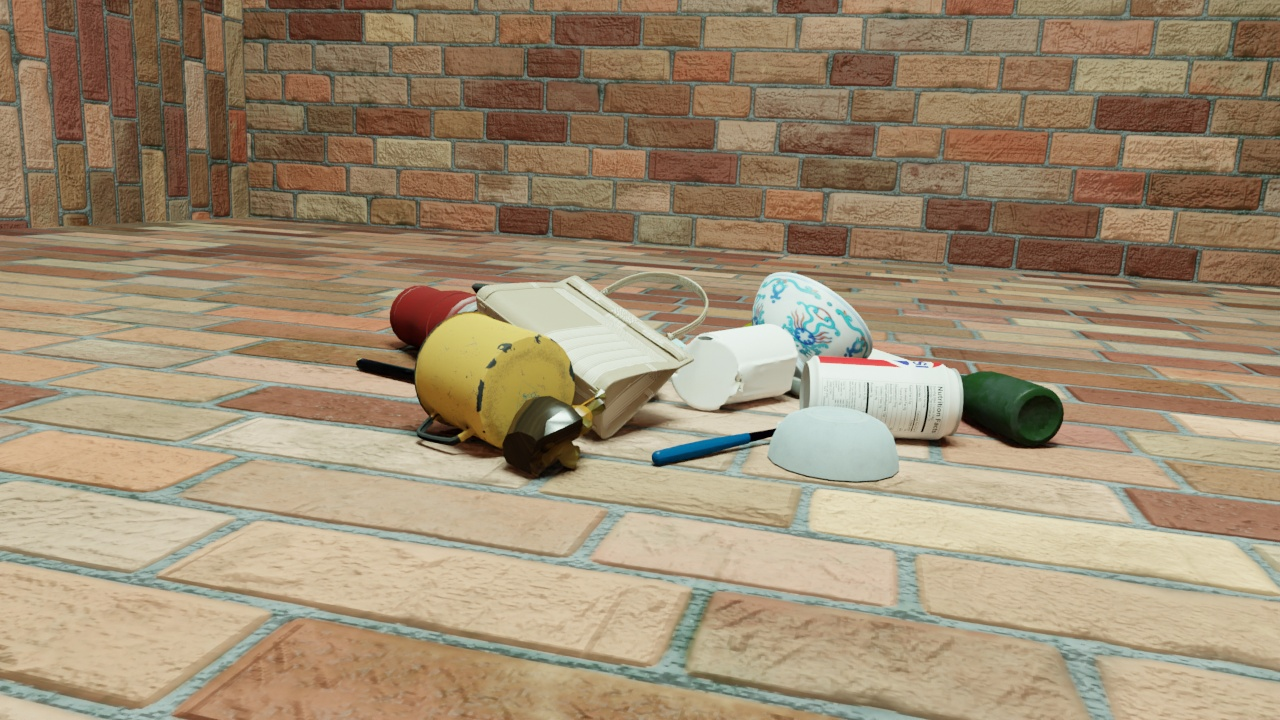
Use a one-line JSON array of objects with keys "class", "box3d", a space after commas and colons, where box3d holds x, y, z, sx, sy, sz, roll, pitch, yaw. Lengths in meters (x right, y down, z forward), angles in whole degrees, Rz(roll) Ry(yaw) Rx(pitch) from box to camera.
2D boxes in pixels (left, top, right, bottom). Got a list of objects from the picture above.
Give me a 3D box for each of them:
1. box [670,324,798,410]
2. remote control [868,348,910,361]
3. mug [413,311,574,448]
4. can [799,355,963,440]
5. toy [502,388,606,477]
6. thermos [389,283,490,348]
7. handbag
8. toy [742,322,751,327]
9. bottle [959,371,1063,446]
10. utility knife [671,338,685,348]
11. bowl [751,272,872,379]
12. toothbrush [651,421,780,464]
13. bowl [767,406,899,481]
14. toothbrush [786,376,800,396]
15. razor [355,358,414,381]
[{"class": "box", "box3d": [0.093, 0.007, 0.916, 0.143, 0.080, 0.089, -7, 30, -36]}, {"class": "remote control", "box3d": [0.275, 0.004, 1.101, 0.060, 0.025, 0.138, 0, 10, -13]}, {"class": "mug", "box3d": [-0.125, 0.025, 0.748, 0.094, 0.100, 0.123, 18, 55, 45]}, {"class": "can", "box3d": [0.214, 0.034, 0.827, 0.132, 0.070, 0.070, 3, 12, 1]}, {"class": "toy", "box3d": [-0.060, 0.051, 0.705, 0.099, 0.062, 0.076, -30, -4, -44]}, {"class": "thermos", "box3d": [-0.208, -0.047, 1.049, 0.107, 0.084, 0.199, -44, 30, -20]}, {"class": "handbag", "box3d": [-0.021, -0.037, 0.857, 0.197, 0.062, 0.176, -29, 50, -33]}, {"class": "toy", "box3d": [0.167, -0.024, 1.147, 0.090, 0.051, 0.110, 1, 9, -21]}, {"class": "bottle", "box3d": [0.336, 0.035, 0.895, 0.055, 0.055, 0.174, 1, 10, -11]}, {"class": "utility knife", "box3d": [0.070, -0.004, 1.108, 0.030, 0.019, 0.223, 6, 15, -16]}, {"class": "bowl", "box3d": [0.174, -0.020, 1.013, 0.144, 0.144, 0.074, 17, 61, 49]}, {"class": "toothbrush", "box3d": [0.075, 0.067, 0.765, 0.167, 0.014, 0.014, -8, 5, -36]}, {"class": "bowl", "box3d": [0.158, 0.063, 0.748, 0.106, 0.039, 0.106, 3, 12, -1]}, {"class": "toothbrush", "box3d": [0.152, 0.023, 0.988, 0.024, 0.022, 0.186, -43, 33, -22]}, {"class": "razor", "box3d": [-0.244, 0.012, 0.948, 0.144, 0.042, 0.022, 7, -31, 38]}]
